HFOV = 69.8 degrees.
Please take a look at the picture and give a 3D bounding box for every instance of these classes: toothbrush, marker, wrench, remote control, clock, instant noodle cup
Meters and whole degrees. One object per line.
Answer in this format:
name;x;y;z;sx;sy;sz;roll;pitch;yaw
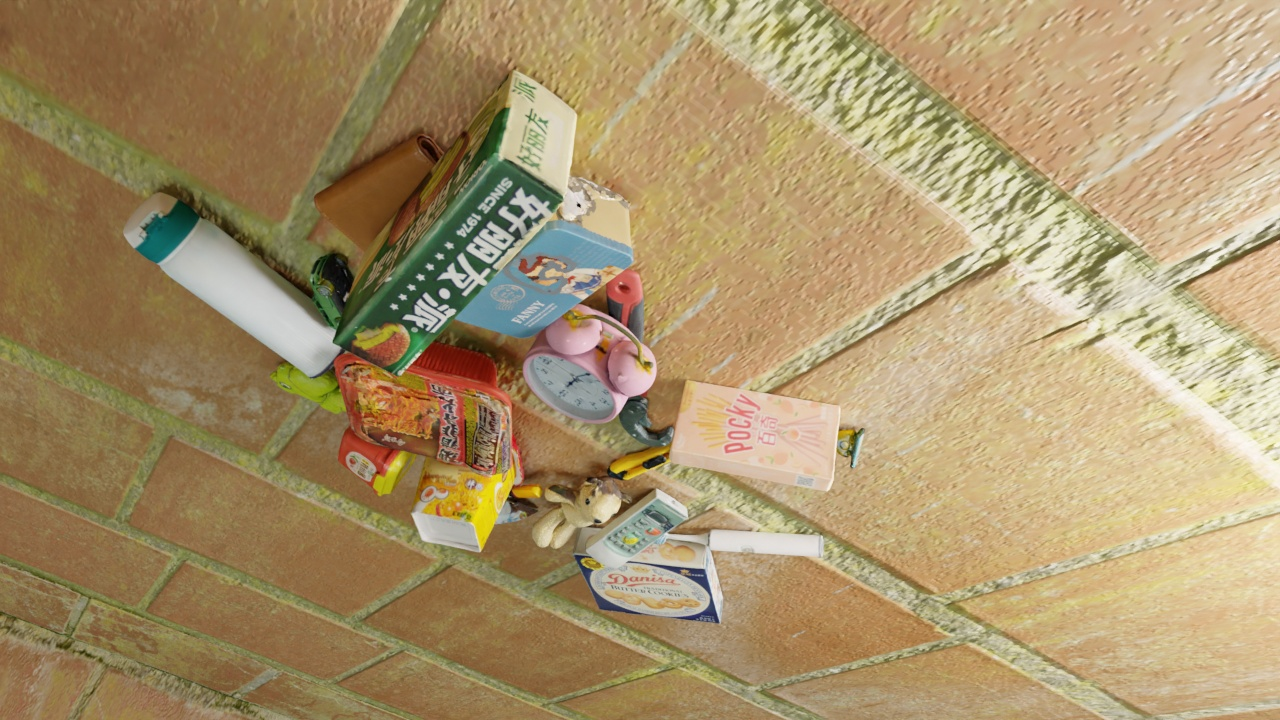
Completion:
toothbrush;0.116;0.225;1.145;0.221;0.026;0.027;0;130;19
marker;-0.165;0.165;1.160;0.124;0.015;0.018;-9;136;46
wrench;-0.005;0.005;0.909;0.056;0.016;0.274;5;142;13
remote control;-0.007;0.211;1.139;0.056;0.019;0.135;37;118;-27
clock;-0.048;0.000;0.861;0.117;0.059;0.159;35;145;-9
instant noodle cup;-0.207;0.148;1.075;0.116;0.123;0.116;10;143;7
instant noodle cup;-0.221;0.043;0.981;0.189;0.078;0.165;13;143;1

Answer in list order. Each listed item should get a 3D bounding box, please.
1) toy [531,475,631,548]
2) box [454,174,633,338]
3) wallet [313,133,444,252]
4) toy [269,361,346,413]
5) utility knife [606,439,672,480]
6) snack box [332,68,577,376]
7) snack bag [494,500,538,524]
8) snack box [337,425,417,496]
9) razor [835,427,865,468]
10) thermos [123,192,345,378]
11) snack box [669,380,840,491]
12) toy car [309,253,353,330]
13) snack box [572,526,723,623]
toy;-0.079;0.191;1.134;0.105;0.066;0.158;27;136;-24
box;-0.089;-0.082;0.770;0.089;0.063;0.185;16;146;-33
wallet;-0.199;-0.129;0.788;0.132;0.031;0.108;-19;132;32
toy;-0.371;0.030;1.056;0.097;0.031;0.100;-6;143;26
utility knife;0.025;0.104;1.028;0.033;0.015;0.191;33;140;-27
snack box;-0.144;-0.099;0.705;0.063;0.114;0.241;31;130;-27
snack bag;-0.189;0.204;1.224;0.104;0.026;0.048;-13;147;32
snack box;-0.312;0.104;1.099;0.080;0.081;0.091;33;141;-2
razor;0.160;0.077;0.936;0.132;0.028;0.043;8;120;4
thermos;-0.393;-0.073;0.903;0.073;0.073;0.224;-18;132;36
snack box;0.113;0.072;0.900;0.157;0.084;0.026;10;147;6
toy car;-0.298;-0.064;0.897;0.036;0.043;0.091;8;143;10
snack box;0.014;0.296;1.258;0.178;0.045;0.183;2;142;16
